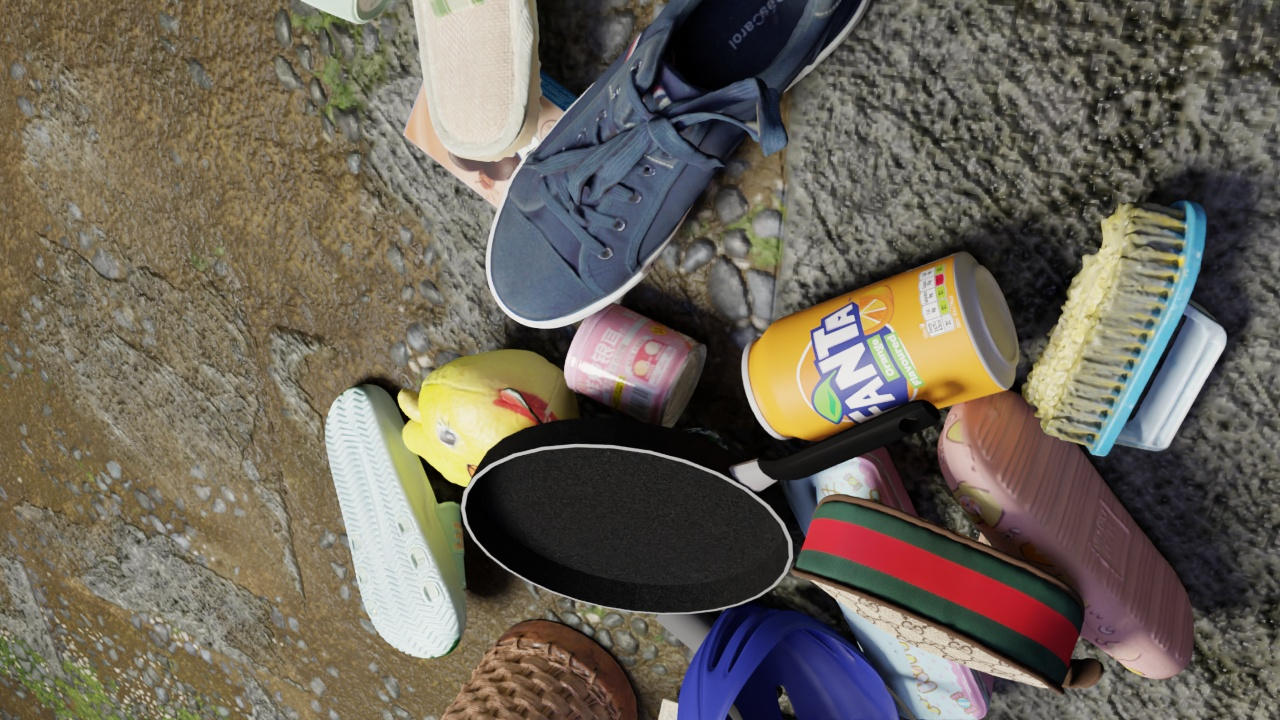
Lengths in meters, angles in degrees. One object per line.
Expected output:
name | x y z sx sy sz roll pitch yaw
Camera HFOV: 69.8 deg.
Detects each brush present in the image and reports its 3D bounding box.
brush | 0.261 -0.017 0.476 0.075 0.055 0.136 9 121 -1

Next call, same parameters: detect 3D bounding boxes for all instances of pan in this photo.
pan | 0.035 0.087 0.590 0.225 0.034 0.358 35 135 -27

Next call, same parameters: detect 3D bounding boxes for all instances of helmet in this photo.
helmet | 0.119 0.247 0.586 0.228 0.147 0.241 119 145 -51

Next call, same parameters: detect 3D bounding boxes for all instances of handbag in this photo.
handbag | 0.170 0.137 0.522 0.166 0.063 0.138 21 165 20

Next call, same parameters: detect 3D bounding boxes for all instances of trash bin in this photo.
trash bin | -0.113 0.342 0.764 0.151 0.209 0.151 12 120 22

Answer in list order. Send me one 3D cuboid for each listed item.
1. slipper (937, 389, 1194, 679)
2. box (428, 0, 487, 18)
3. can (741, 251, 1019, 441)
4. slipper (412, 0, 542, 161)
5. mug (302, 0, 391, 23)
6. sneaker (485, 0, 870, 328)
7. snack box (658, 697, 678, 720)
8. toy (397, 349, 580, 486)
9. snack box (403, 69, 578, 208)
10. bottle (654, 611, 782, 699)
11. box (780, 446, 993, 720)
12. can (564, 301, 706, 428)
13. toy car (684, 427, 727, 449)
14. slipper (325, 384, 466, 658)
slipper | 0.234 0.108 0.536 0.197 0.093 0.082 48 137 -2
box | -0.009 -0.216 0.425 0.118 0.204 0.050 -3 120 31
can | 0.137 -0.003 0.532 0.143 0.078 0.079 -21 103 35
slipper | -0.106 -0.252 0.522 0.115 0.053 0.273 7 106 38
mug | -0.199 -0.280 0.573 0.104 0.084 0.111 32 112 -1
sneaker | 0.002 -0.115 0.490 0.120 0.127 0.295 46 117 2
snack box | 0.075 0.331 0.730 0.150 0.026 0.082 5 77 37
toy | -0.115 0.054 0.694 0.134 0.092 0.208 41 138 -20
snack box | -0.078 -0.143 0.603 0.151 0.034 0.087 38 126 5
bottle | 0.064 0.227 0.720 0.113 0.030 0.030 38 126 6
box | 0.168 0.154 0.623 0.076 0.036 0.214 -19 104 35
can | -0.004 0.004 0.619 0.076 0.067 0.067 25 124 15
toy car | 0.051 0.085 0.656 0.039 0.027 0.090 -5 115 32
slipper | -0.200 0.136 0.794 0.104 0.074 0.245 -18 89 35
